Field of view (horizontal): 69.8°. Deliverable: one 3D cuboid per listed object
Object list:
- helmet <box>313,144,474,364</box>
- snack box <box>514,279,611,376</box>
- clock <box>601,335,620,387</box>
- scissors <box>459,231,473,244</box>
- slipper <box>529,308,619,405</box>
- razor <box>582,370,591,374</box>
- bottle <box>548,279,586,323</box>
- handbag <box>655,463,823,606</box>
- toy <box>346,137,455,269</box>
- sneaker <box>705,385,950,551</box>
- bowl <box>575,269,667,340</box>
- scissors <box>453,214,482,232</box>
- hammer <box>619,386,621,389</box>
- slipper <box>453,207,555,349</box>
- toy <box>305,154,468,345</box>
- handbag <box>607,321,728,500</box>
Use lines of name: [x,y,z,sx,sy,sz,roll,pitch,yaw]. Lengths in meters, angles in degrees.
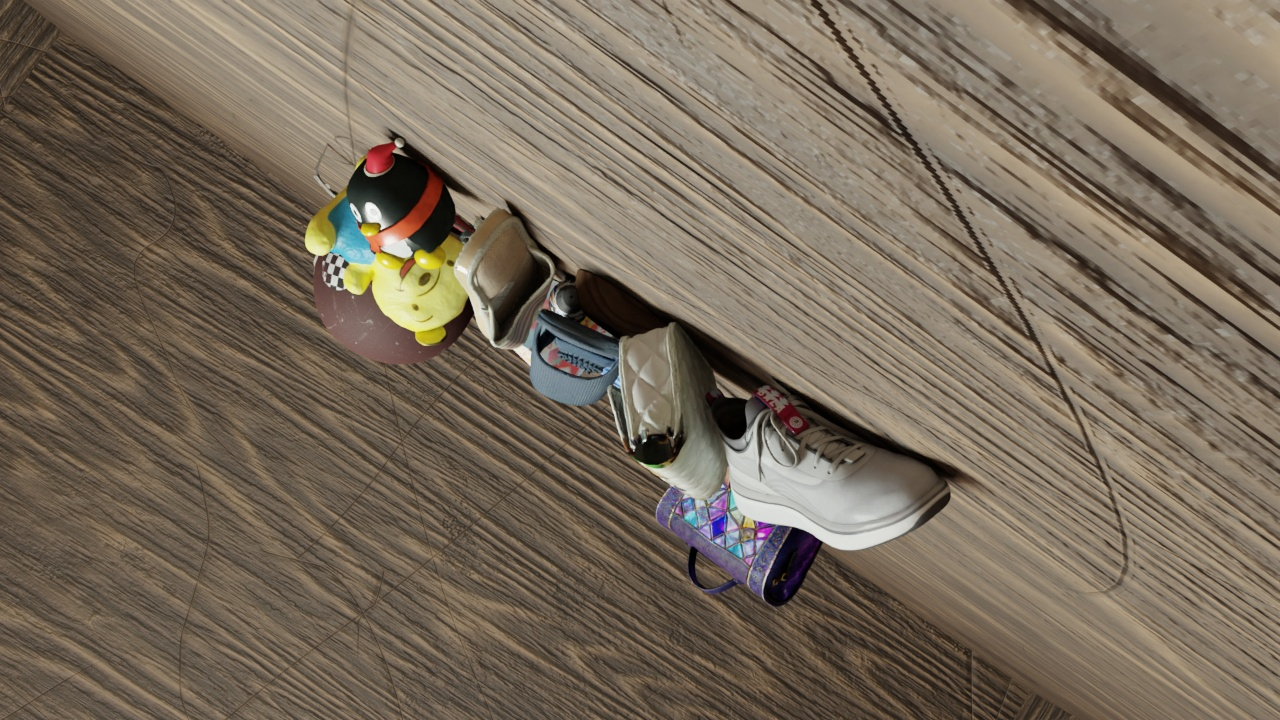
helmet: [-0.344,-0.125,1.287,0.234,0.253,0.233,19,176,42]
snack box: [-0.105,-0.035,1.123,0.079,0.093,0.095,29,165,42]
clock: [-0.007,0.007,1.133,0.089,0.052,0.125,34,164,3]
scissors: [-0.170,-0.119,1.084,0.153,0.012,0.164,28,167,-39]
slipper: [-0.066,0.007,0.963,0.101,0.082,0.263,21,177,-1]
razor: [-0.039,0.013,1.327,0.140,0.063,0.053,34,176,16]
bottle: [-0.078,-0.064,1.013,0.047,0.047,0.112,34,174,-3]
handbag: [0.145,0.230,1.306,0.205,0.222,0.125,31,174,37]
toy: [-0.242,-0.158,0.908,0.098,0.099,0.119,4,151,35]
sneaker: [0.149,0.081,0.792,0.129,0.096,0.263,60,156,-16]
bowl: [-0.024,-0.045,0.932,0.119,0.032,0.119,34,174,4]
scissors: [-0.190,-0.149,1.094,0.199,0.015,0.179,35,174,-22]
hammer: [0.095,0.089,1.081,0.332,0.118,0.025,32,180,-39]
slipper: [-0.130,-0.070,0.937,0.052,0.115,0.263,32,168,9]
toy: [-0.298,-0.132,1.135,0.214,0.149,0.084,41,-178,-21]
handbag: [0.031,0.055,0.892,0.072,0.138,0.195,-11,158,15]
